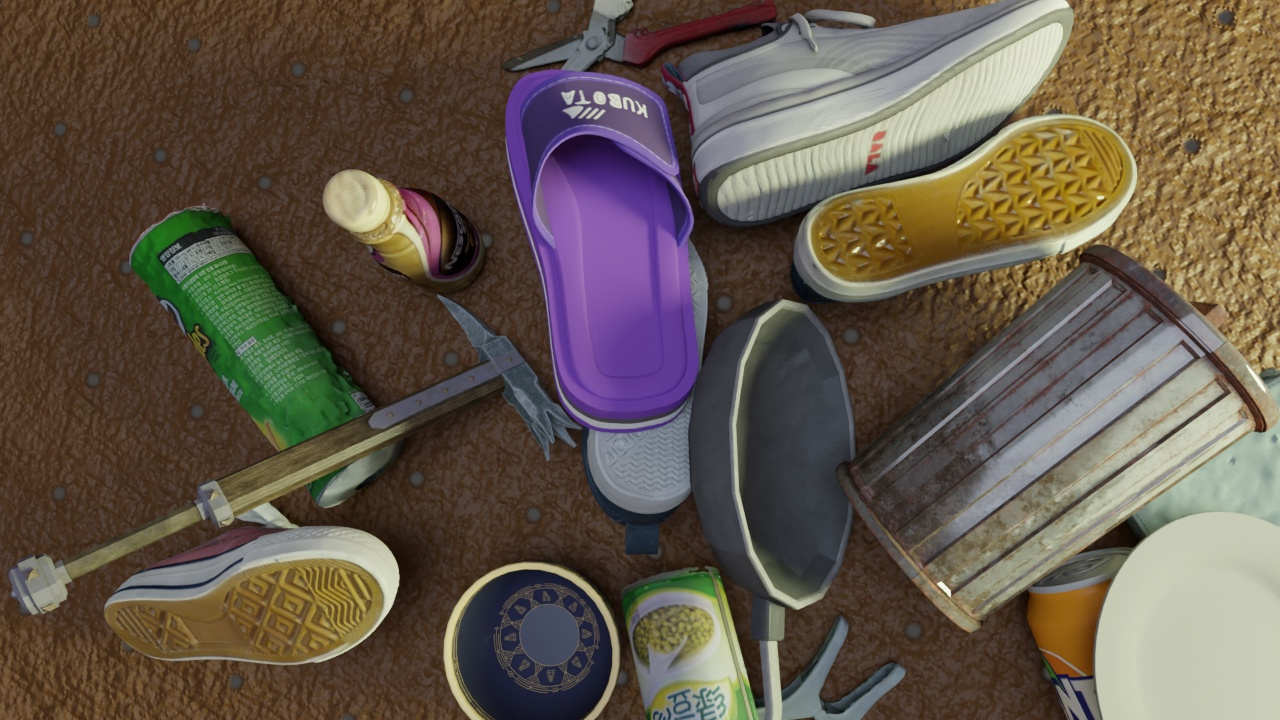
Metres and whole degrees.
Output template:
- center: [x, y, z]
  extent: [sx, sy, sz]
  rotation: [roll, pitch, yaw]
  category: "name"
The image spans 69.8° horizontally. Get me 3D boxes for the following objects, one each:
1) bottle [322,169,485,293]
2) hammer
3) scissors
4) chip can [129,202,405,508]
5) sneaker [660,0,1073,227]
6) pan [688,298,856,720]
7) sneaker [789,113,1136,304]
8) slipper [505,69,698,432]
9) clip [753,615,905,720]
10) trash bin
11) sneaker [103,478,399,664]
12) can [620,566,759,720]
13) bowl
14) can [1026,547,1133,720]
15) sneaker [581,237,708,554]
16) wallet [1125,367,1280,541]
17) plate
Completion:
- center: [-0.148, -0.082, 0.577]
  extent: [0.060, 0.166, 0.059]
  rotation: [-1, 85, 7]
  category: "bottle"
- center: [-0.206, 0.059, 0.557]
  extent: [0.316, 0.028, 0.147]
  rotation: [-26, 64, -31]
  category: "hammer"
- center: [0.003, -0.246, 0.646]
  extent: [0.193, 0.015, 0.179]
  rotation: [13, 89, 9]
  category: "scissors"
- center: [-0.255, -0.003, 0.634]
  extent: [0.075, 0.075, 0.223]
  rotation: [-41, 82, 3]
  category: "chip can"
- center: [0.141, -0.185, 0.592]
  extent: [0.263, 0.097, 0.128]
  rotation: [-21, 62, -3]
  category: "sneaker"
- center: [0.071, 0.141, 0.524]
  extent: [0.041, 0.178, 0.356]
  rotation: [-5, 74, 33]
  category: "pan"
- center: [0.200, -0.083, 0.580]
  extent: [0.235, 0.079, 0.087]
  rotation: [-20, 75, -12]
  category: "sneaker"
- center: [-0.020, -0.095, 0.547]
  extent: [0.107, 0.084, 0.266]
  rotation: [-5, 62, -10]
  category: "slipper"
- center: [0.076, 0.231, 0.596]
  extent: [0.141, 0.029, 0.171]
  rotation: [29, 90, 7]
  category: "clip"
- center: [0.233, 0.041, 0.522]
  extent: [0.211, 0.130, 0.131]
  rotation: [-43, 82, 14]
  category: "trash bin"
- center: [-0.250, 0.142, 0.616]
  extent: [0.242, 0.087, 0.118]
  rotation: [-13, 117, 25]
  category: "sneaker"
- center: [0.032, 0.196, 0.568]
  extent: [0.067, 0.067, 0.120]
  rotation: [-17, 66, 6]
  category: "can"
- center: [-0.065, 0.185, 0.600]
  extent: [0.112, 0.061, 0.112]
  rotation: [-1, 86, 7]
  category: "bowl"
- center: [0.288, 0.190, 0.544]
  extent: [0.079, 0.079, 0.142]
  rotation: [-21, 84, 5]
  category: "can"
- center: [-0.003, 0.003, 0.595]
  extent: [0.089, 0.087, 0.235]
  rotation: [1, 60, -6]
  category: "sneaker"
- center: [0.361, 0.076, 0.557]
  extent: [0.132, 0.054, 0.100]
  rotation: [-31, 75, 7]
  category: "wallet"
- center: [0.325, 0.174, 0.506]
  extent: [0.178, 0.012, 0.178]
  rotation: [2, 79, -11]
  category: "plate"
